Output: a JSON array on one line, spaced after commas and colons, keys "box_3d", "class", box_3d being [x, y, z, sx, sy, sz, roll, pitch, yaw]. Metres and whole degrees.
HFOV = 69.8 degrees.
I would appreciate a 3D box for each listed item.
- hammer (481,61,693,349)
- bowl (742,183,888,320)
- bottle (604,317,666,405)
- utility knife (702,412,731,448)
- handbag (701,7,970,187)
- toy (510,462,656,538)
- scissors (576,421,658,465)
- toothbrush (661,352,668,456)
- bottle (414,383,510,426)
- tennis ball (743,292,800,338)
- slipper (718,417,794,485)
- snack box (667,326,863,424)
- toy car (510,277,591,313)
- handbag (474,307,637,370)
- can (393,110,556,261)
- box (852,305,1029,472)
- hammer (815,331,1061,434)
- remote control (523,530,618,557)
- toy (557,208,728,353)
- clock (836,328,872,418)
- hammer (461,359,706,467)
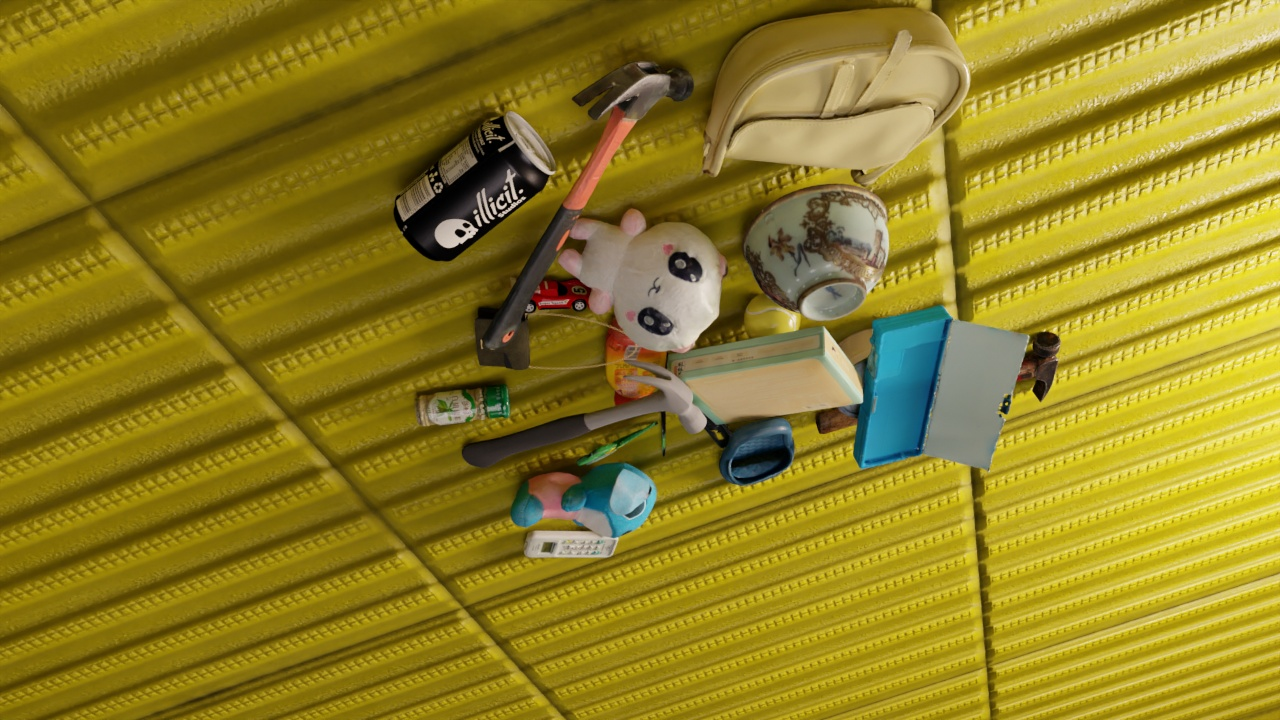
[{"box_3d": [-0.071, -0.138, 0.888, 0.132, 0.033, 0.334, -22, 151, -55], "class": "hammer"}, {"box_3d": [0.195, -0.100, 0.980, 0.160, 0.093, 0.160, -6, 149, -4], "class": "bowl"}, {"box_3d": [-0.006, 0.006, 1.087, 0.071, 0.048, 0.134, -4, 133, -8], "class": "bottle"}, {"box_3d": [0.087, 0.073, 1.196, 0.029, 0.020, 0.174, -27, 134, 14], "class": "utility knife"}, {"box_3d": [0.182, -0.244, 0.874, 0.232, 0.088, 0.191, 1, 136, -15], "class": "handbag"}, {"box_3d": [-0.074, 0.190, 1.214, 0.191, 0.098, 0.224, -3, 163, -7], "class": "toy"}, {"box_3d": [-0.030, 0.109, 1.179, 0.126, 0.011, 0.123, -24, 172, -24], "class": "scissors"}, {"box_3d": [0.028, 0.060, 1.171, 0.017, 0.014, 0.188, 2, 133, 2], "class": "toothbrush"}, {"box_3d": [-0.210, 0.053, 1.087, 0.110, 0.042, 0.043, -6, 134, -7], "class": "bottle"}, {"box_3d": [0.153, -0.048, 1.064, 0.065, 0.065, 0.065, -7, 134, -8], "class": "tennis ball"}, {"box_3d": [0.160, 0.129, 1.208, 0.104, 0.059, 0.214, -13, 156, -3], "class": "slipper"}, {"box_3d": [0.148, 0.023, 1.084, 0.194, 0.044, 0.141, -10, 151, 28], "class": "snack box"}, {"box_3d": [-0.096, -0.073, 0.997, 0.089, 0.038, 0.025, -3, 131, -11], "class": "toy car"}, {"box_3d": [-0.094, -0.019, 1.028, 0.178, 0.027, 0.084, 4, 133, 1], "class": "handbag"}, {"box_3d": [-0.157, -0.163, 0.868, 0.146, 0.080, 0.080, -34, 131, 18], "class": "can"}, {"box_3d": [0.357, 0.038, 1.121, 0.176, 0.059, 0.244, 1, 135, 7], "class": "box"}, {"box_3d": [0.400, 0.051, 1.245, 0.330, 0.033, 0.120, -15, 135, 1], "class": "hammer"}, {"box_3d": [-0.100, 0.262, 1.324, 0.133, 0.022, 0.050, 4, 132, -18], "class": "remote control"}, {"box_3d": [0.002, -0.091, 0.971, 0.179, 0.101, 0.139, 24, 103, -11], "class": "toy"}, {"box_3d": [0.310, 0.006, 1.159, 0.158, 0.058, 0.117, -26, 134, 11], "class": "clock"}, {"box_3d": [-0.084, 0.077, 1.107, 0.311, 0.029, 0.125, -17, 134, 22], "class": "hammer"}]
